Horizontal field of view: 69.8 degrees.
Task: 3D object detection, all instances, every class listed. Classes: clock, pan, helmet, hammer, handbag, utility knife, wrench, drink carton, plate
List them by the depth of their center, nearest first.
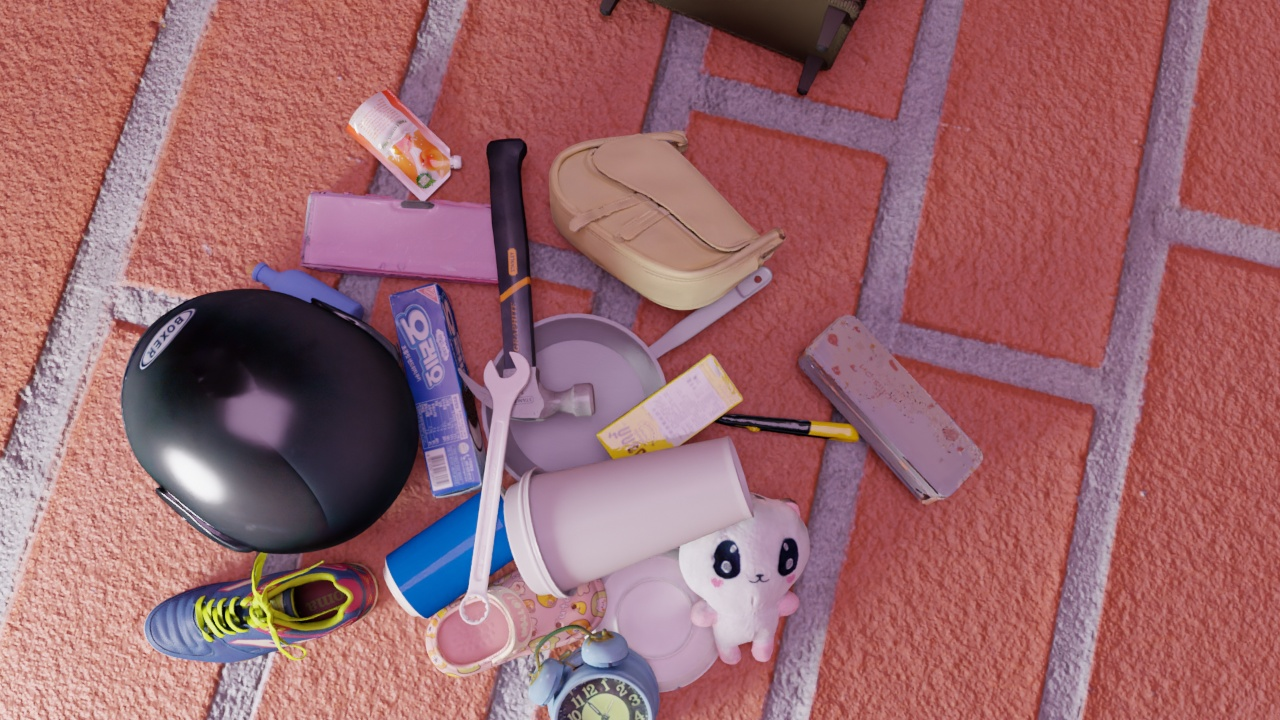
[{"bbox_3d":[-0.371,0.042,0.888,0.316,0.236,0.248,33,73,6],"label":"helmet"},{"bbox_3d":[-0.149,0.125,0.923,0.047,0.009,0.273,5,80,4],"label":"wrench"},{"bbox_3d":[-0.047,0.339,0.935,0.118,0.060,0.162,-34,97,3],"label":"clock"},{"bbox_3d":[0.019,-0.156,0.982,0.190,0.089,0.233,-35,68,-13],"label":"handbag"},{"bbox_3d":[0.016,0.276,0.982,0.157,0.014,0.157,0,83,-1],"label":"plate"},{"bbox_3d":[-0.129,-0.090,0.985,0.139,0.035,0.312,-5,79,1],"label":"hammer"},{"bbox_3d":[-0.006,0.006,1.001,0.356,0.051,0.200,-34,84,-5],"label":"pan"},{"bbox_3d":[0.133,0.070,1.007,0.213,0.029,0.020,7,76,1],"label":"utility knife"},{"bbox_3d":[-0.267,-0.244,1.044,0.122,0.039,0.069,44,84,-1],"label":"drink carton"}]

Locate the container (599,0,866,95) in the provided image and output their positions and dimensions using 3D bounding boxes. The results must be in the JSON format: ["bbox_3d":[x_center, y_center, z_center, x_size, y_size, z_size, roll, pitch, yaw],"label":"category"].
[{"bbox_3d":[0.111,-0.454,1.009,0.321,0.176,0.205,23,86,2],"label":"container"}]

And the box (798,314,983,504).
[{"bbox_3d":[0.266,0.053,0.989,0.081,0.063,0.216,-39,84,-29],"label":"box"}]

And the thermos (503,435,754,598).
[{"bbox_3d":[-0.008,0.144,0.893,0.222,0.131,0.131,-18,82,9],"label":"thermos"}]

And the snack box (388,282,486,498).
[{"bbox_3d":[-0.215,0.033,0.991,0.059,0.059,0.226,-15,82,1],"label":"snack box"}]

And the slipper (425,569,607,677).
[{"bbox_3d":[-0.134,0.262,0.946,0.197,0.081,0.093,-20,74,0],"label":"slipper"}]

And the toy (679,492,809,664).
[{"bbox_3d":[0.107,0.225,0.952,0.138,0.101,0.179,-2,90,-12],"label":"toy"}]

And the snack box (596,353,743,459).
[{"bbox_3d":[0.030,0.059,0.964,0.149,0.025,0.061,-35,90,-4],"label":"snack box"}]

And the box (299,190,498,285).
[{"bbox_3d":[-0.258,-0.135,1.024,0.233,0.037,0.098,6,81,0],"label":"box"}]

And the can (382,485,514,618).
[{"bbox_3d":[-0.189,0.199,0.957,0.146,0.079,0.079,-34,84,-5],"label":"can"}]

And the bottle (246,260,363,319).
[{"bbox_3d":[-0.372,-0.072,1.008,0.131,0.048,0.048,29,82,3],"label":"bottle"}]

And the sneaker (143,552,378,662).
[{"bbox_3d":[-0.398,0.253,0.940,0.242,0.091,0.116,-12,85,-2],"label":"sneaker"}]
